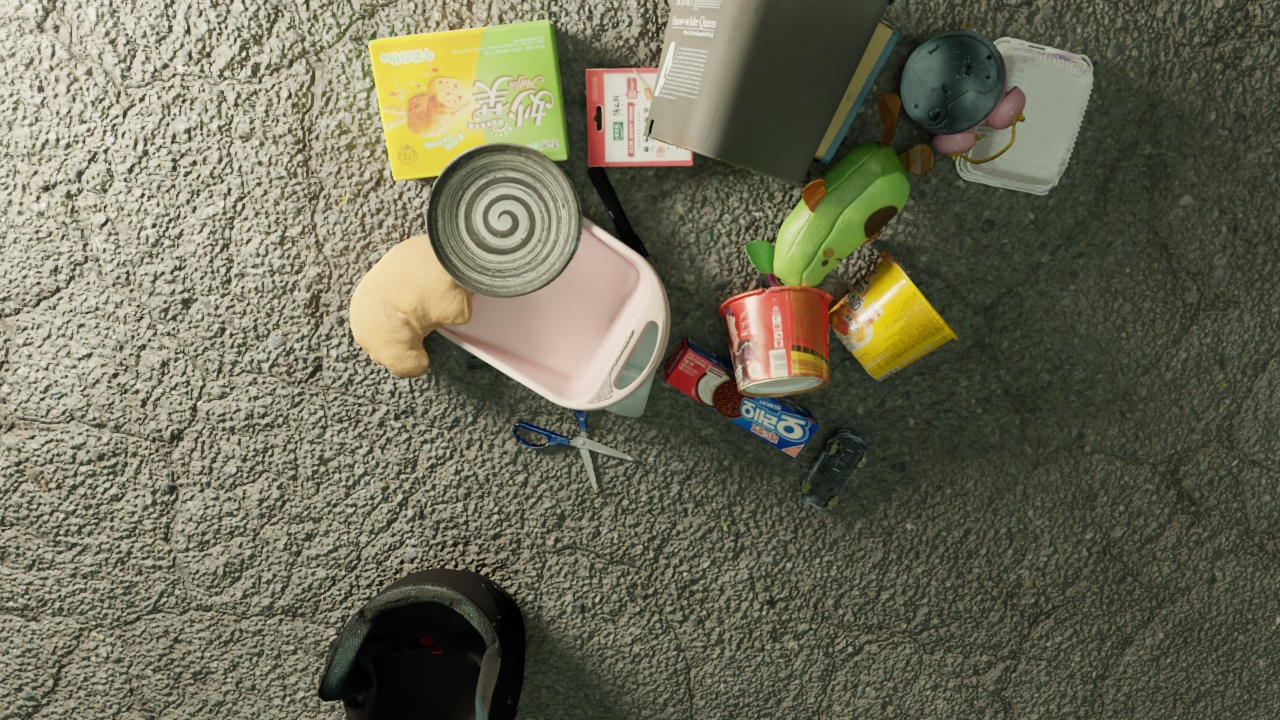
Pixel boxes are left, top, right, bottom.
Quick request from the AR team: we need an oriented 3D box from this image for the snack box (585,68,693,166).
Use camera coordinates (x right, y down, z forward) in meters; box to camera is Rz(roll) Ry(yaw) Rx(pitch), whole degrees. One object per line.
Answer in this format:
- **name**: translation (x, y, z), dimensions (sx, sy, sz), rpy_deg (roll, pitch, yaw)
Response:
- **snack box**: translation (-0.001, -0.289, 1.093), dimensions (0.127, 0.044, 0.113), rpy_deg (-1, 107, -4)

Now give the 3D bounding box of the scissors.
- **scissors**: translation (-0.086, 0.098, 1.216), dimensions (0.176, 0.012, 0.162), rpy_deg (7, 105, -6)

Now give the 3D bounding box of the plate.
- **plate**: translation (-0.156, -0.161, 1.062), dimensions (0.179, 0.024, 0.179), rpy_deg (-2, 105, -9)

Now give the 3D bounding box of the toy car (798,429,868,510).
- **toy car**: translation (0.259, 0.148, 1.239), dimensions (0.054, 0.036, 0.121), rpy_deg (23, 113, -10)

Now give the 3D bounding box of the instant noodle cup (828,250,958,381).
- **instant noodle cup**: translation (0.307, -0.048, 1.140), dimensions (0.110, 0.137, 0.138), rpy_deg (-39, 104, 17)

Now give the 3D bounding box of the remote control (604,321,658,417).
- **remote control**: translation (-0.007, 0.007, 1.190), dimensions (0.056, 0.020, 0.136), rpy_deg (14, 104, -8)

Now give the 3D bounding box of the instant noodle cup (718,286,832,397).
- **instant noodle cup**: translation (0.166, -0.018, 1.115), dimensions (0.138, 0.138, 0.108), rpy_deg (-2, 76, -3)

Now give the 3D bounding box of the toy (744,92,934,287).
- **toy**: translation (0.242, -0.180, 1.074), dimensions (0.247, 0.090, 0.226), rpy_deg (-49, 147, 13)

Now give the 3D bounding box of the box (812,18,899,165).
- **box**: translation (0.226, -0.314, 1.078), dimensions (0.059, 0.089, 0.184), rpy_deg (23, 106, -10)

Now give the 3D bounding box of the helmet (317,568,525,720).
- **helmet**: translation (-0.262, 0.399, 1.180), dimensions (0.233, 0.229, 0.275), rpy_deg (14, 104, 8)

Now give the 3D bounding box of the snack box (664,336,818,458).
- **snack box**: translation (0.132, 0.048, 1.191), dimensions (0.207, 0.057, 0.058), rpy_deg (31, 105, -11)

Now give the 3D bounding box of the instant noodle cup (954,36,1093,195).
- **instant noodle cup**: translation (0.474, -0.294, 1.113), dimensions (0.138, 0.060, 0.173), rpy_deg (10, 104, -6)

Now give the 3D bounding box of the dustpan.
- **dustpan**: translation (-0.102, -0.071, 1.092), dimensions (0.273, 0.138, 0.223), rpy_deg (26, 99, -9)

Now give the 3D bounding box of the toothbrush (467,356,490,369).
- **toothbrush**: translation (-0.133, -0.020, 1.178), dimensions (0.189, 0.014, 0.017), rpy_deg (-17, 112, 1)

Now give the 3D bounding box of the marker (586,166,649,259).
- **marker**: translation (-0.027, -0.181, 1.136), dimensions (0.022, 0.020, 0.132), rpy_deg (-29, 106, -3)

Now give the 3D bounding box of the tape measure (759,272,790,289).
- **tape measure**: translation (0.179, -0.113, 1.158), dimensions (0.057, 0.039, 0.058), rpy_deg (21, 108, -9)

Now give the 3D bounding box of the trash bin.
- **trash bin**: translation (0.121, -0.322, 0.994), dimensions (0.198, 0.199, 0.220), rpy_deg (12, 105, -28)

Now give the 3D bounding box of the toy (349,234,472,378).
- **toy**: translation (-0.258, -0.089, 1.110), dimensions (0.143, 0.082, 0.226), rpy_deg (44, 99, 6)

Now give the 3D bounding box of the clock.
- **clock**: translation (0.379, -0.306, 1.073), dimensions (0.117, 0.059, 0.158), rpy_deg (-31, 82, 31)

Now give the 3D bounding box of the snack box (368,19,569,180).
- **snack box**: translation (-0.194, -0.301, 1.066), dimensions (0.210, 0.070, 0.158), rpy_deg (-7, 106, -1)
